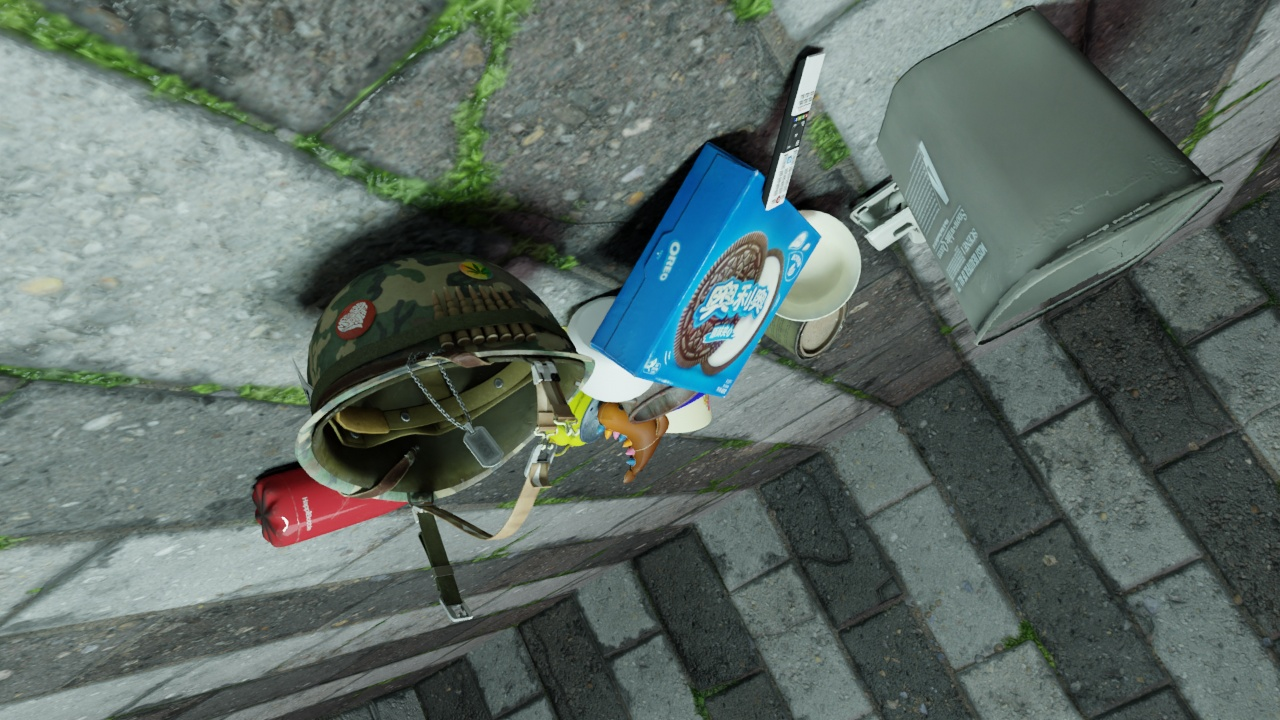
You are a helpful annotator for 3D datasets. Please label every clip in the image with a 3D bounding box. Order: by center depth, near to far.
[{"bbox_3d":[0.318,-0.171,1.048,0.126,0.089,0.150,-32,153,22],"label":"clip"}]

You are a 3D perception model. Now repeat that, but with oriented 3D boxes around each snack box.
[{"bbox_3d":[0.070,-0.069,0.845,0.196,0.056,0.238,-59,156,7],"label":"snack box"}]

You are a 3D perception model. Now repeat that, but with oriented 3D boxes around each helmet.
[{"bbox_3d":[-0.134,0.035,0.649,0.193,0.236,0.223,-46,166,35],"label":"helmet"}]

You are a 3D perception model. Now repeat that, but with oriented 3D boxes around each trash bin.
[{"bbox_3d":[0.343,-0.168,0.830,0.197,0.220,0.197,-27,163,-2],"label":"trash bin"}]

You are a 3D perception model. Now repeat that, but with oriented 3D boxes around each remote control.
[{"bbox_3d":[0.117,-0.179,0.719,0.028,0.012,0.124,-32,143,-47],"label":"remote control"}]

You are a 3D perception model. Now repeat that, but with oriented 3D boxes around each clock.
[{"bbox_3d":[-0.070,0.063,1.081,0.119,0.057,0.083,-63,158,4],"label":"clock"}]

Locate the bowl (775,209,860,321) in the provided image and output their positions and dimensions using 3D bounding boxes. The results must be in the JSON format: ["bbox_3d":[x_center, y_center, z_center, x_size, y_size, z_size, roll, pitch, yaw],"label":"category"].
[{"bbox_3d":[0.174,-0.100,0.978,0.115,0.115,0.062,-31,178,11],"label":"bowl"}]

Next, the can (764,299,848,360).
[{"bbox_3d":[0.185,-0.056,1.062,0.089,0.074,0.090,-30,141,-29],"label":"can"}]

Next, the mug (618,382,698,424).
[{"bbox_3d":[-0.006,0.006,1.001,0.122,0.110,0.096,-7,149,-49],"label":"mug"}]

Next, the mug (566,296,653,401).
[{"bbox_3d":[-0.016,-0.016,0.921,0.115,0.094,0.068,-16,144,-13],"label":"mug"}]

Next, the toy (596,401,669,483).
[{"bbox_3d":[-0.018,0.088,1.061,0.090,0.103,0.071,21,175,-43],"label":"toy"}]

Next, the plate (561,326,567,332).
[{"bbox_3d":[-0.134,0.030,0.989,0.184,0.036,0.184,-25,163,-8],"label":"plate"}]

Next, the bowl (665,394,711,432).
[{"bbox_3d":[0.036,0.036,1.192,0.117,0.118,0.074,-14,116,-39],"label":"bowl"}]

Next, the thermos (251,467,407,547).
[{"bbox_3d":[-0.287,0.132,0.988,0.239,0.073,0.073,-14,159,-40],"label":"thermos"}]

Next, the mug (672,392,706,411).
[{"bbox_3d":[0.025,0.017,1.115,0.111,0.083,0.079,-31,163,9],"label":"mug"}]

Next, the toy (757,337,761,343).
[{"bbox_3d":[0.101,-0.030,1.118,0.094,0.036,0.093,7,-175,14],"label":"toy"}]
